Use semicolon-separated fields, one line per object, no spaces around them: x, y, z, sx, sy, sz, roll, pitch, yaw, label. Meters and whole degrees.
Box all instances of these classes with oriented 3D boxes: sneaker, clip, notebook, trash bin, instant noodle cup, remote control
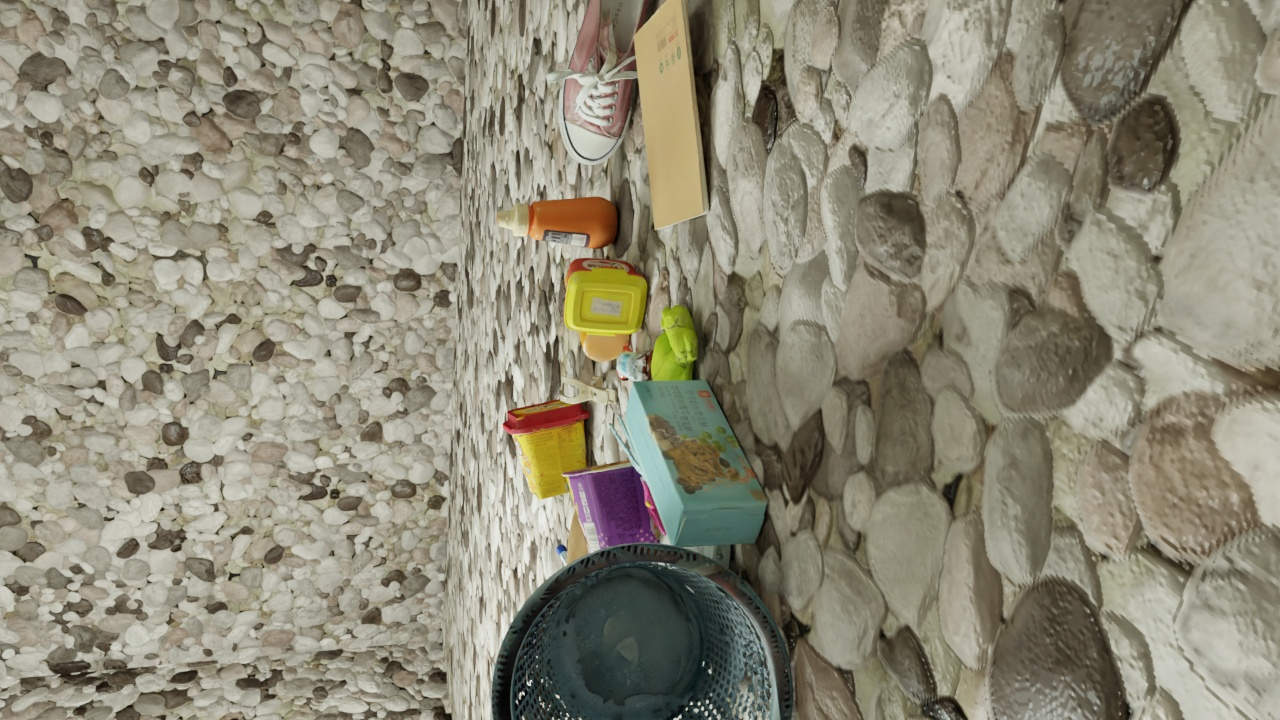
-0.043;-0.325;1.033;0.087;0.118;0.242;-79;6;-55;sneaker
-0.056;0.040;1.211;0.102;0.094;0.035;5;95;34;clip
0.028;-0.241;0.914;0.148;0.008;0.207;-175;77;-73;notebook
-0.005;0.257;0.774;0.195;0.226;0.226;136;133;-84;trash bin
-0.128;0.126;1.314;0.116;0.116;0.123;-170;68;-72;instant noodle cup
0.049;0.179;0.866;0.150;0.021;0.058;151;125;-70;remote control
-0.019;0.156;0.968;0.112;0.111;0.099;158;101;-72;instant noodle cup

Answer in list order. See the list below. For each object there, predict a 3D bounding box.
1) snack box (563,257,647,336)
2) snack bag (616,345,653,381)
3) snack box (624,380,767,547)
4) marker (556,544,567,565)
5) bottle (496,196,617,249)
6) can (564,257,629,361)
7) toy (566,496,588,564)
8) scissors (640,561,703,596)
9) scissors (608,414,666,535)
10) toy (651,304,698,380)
-0.044;-0.076;1.060;0.080;0.091;0.082;-109;25;-62;snack box
-0.006;0.006;1.039;0.105;0.026;0.045;-165;84;-71;snack bag
0.043;0.084;0.799;0.174;0.074;0.052;-113;28;-52;snack box
-0.104;0.310;1.381;0.146;0.017;0.017;-151;63;-71;marker
-0.106;-0.175;1.150;0.067;0.149;0.066;179;91;-73;bottle
-0.057;-0.065;1.148;0.145;0.058;0.058;-109;25;-46;can
-0.052;0.218;1.103;0.225;0.082;0.144;-94;28;-45;toy
0.031;0.242;0.957;0.175;0.014;0.133;-121;36;-54;scissors
0.007;0.111;0.876;0.108;0.017;0.135;8;122;67;scissors
0.034;-0.003;0.898;0.100;0.031;0.096;120;137;-54;toy
